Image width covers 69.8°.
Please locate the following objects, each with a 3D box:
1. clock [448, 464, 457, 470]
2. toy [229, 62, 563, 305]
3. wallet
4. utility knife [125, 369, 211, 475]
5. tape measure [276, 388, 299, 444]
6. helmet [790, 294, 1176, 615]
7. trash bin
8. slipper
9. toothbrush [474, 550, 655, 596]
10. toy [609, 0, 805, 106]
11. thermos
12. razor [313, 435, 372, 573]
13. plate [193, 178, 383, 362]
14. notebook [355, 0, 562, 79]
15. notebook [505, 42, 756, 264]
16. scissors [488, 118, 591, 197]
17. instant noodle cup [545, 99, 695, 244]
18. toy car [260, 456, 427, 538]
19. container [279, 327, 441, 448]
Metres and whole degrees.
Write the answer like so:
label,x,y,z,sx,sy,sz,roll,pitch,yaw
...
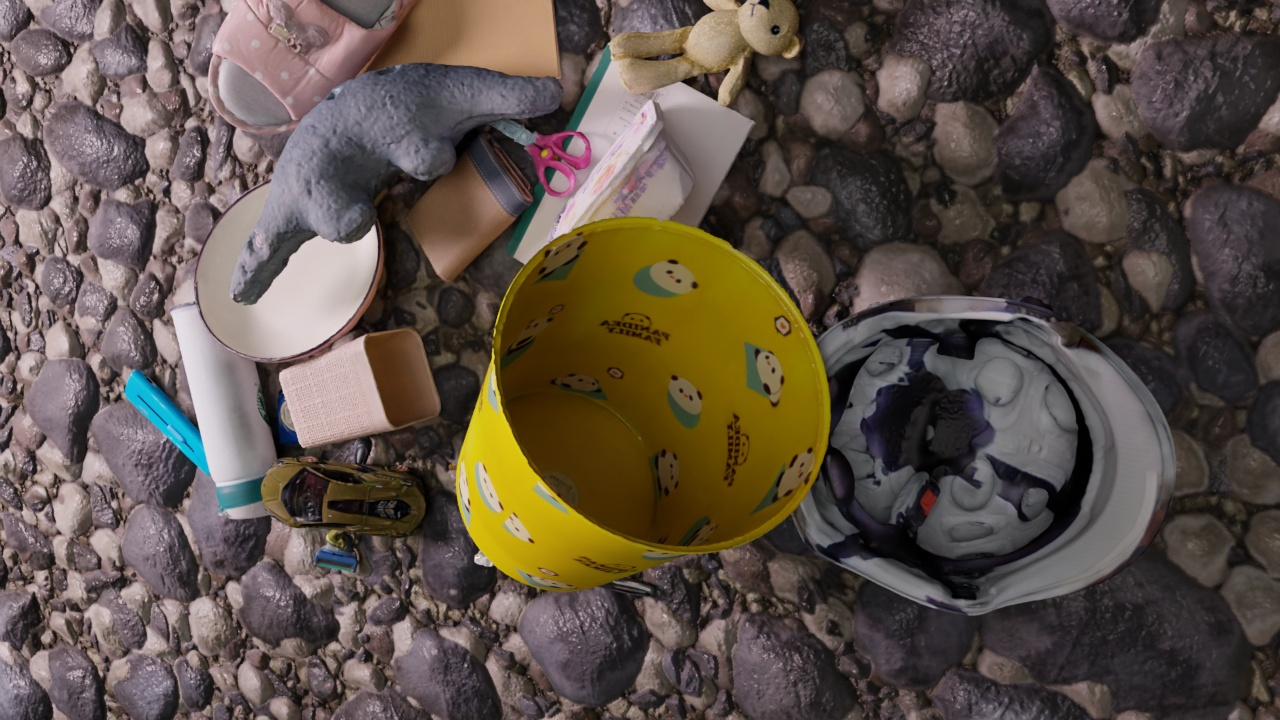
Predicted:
label,x,y,z,sx,sy,sz,roll,pitch,yaw
clock,-0.112,0.106,0.846,0.122,0.055,0.082,32,104,9
toy,-0.240,-0.180,0.813,0.357,0.091,0.138,-33,75,9
wallet,-0.157,-0.139,0.836,0.115,0.033,0.090,-41,69,17
utility knife,-0.476,0.089,0.976,0.202,0.018,0.034,43,106,7
tape measure,-0.340,0.057,0.926,0.054,0.025,0.058,1,101,15
helmet,0.235,0.059,0.687,0.259,0.145,0.229,7,100,8
trash bin,-0.024,0.057,0.683,0.229,0.229,0.256,51,148,6
slipper,-0.278,-0.307,0.811,0.275,0.054,0.114,-42,118,11
toothbrush,-0.074,0.201,0.867,0.181,0.018,0.015,7,96,15
toy,0.053,-0.259,0.745,0.157,0.066,0.105,-12,76,11
thermos,-0.411,0.050,0.927,0.073,0.073,0.224,-11,94,18
razor,-0.292,0.142,0.923,0.042,0.022,0.143,13,98,-13
plate,-0.328,-0.086,0.874,0.192,0.039,0.192,-4,72,11
notebook,-0.178,-0.314,0.838,0.212,0.012,0.149,-5,94,18
notebook,-0.015,-0.149,0.807,0.150,0.012,0.209,32,105,11
scissors,-0.099,-0.201,0.819,0.135,0.017,0.064,40,107,20
instant noodle cup,-0.012,-0.128,0.725,0.060,0.173,0.138,38,106,-12
toy car,-0.288,0.134,0.891,0.158,0.042,0.070,7,98,-8
container,-0.267,0.029,0.869,0.111,0.089,0.090,-16,92,22
